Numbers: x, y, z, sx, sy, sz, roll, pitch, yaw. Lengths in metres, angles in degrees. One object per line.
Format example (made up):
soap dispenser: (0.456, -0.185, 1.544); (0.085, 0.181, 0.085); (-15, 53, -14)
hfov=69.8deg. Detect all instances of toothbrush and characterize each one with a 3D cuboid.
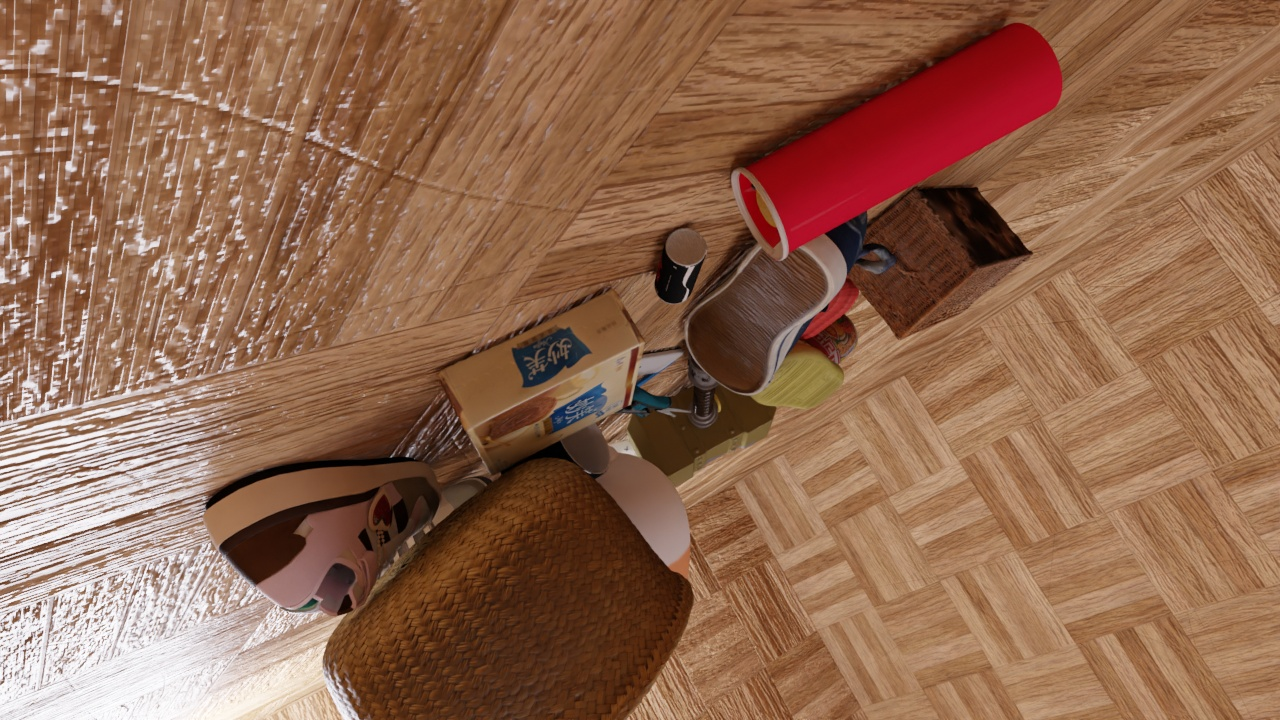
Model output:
toothbrush: (-0.021, 0.046, 1.087); (0.167, 0.014, 0.016); (-36, 166, 25)

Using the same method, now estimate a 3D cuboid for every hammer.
hammer: (0.078, 0.047, 1.144); (0.190, 0.100, 0.325); (-28, 161, -7)

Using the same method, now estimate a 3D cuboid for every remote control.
remote control: (-0.006, 0.006, 0.975); (0.045, 0.008, 0.146); (-37, 165, 31)

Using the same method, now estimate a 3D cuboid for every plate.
plate: (-0.030, 0.146, 1.352); (0.104, 0.026, 0.104); (-10, 158, -4)

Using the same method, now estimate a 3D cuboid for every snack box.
snack box: (-0.080, 0.026, 0.787); (0.153, 0.055, 0.208); (-26, 167, -11)

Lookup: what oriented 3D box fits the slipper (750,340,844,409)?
slipper: (0.182, 0.006, 1.109); (0.092, 0.081, 0.190); (-40, 151, 20)

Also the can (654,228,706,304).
can: (0.030, -0.071, 0.705); (0.031, 0.031, 0.081); (-27, 167, -13)

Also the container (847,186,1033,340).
container: (0.322, -0.113, 0.997); (0.198, 0.113, 0.113); (-17, 157, -50)

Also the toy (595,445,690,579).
toy: (-0.063, 0.247, 1.144); (0.263, 0.281, 0.265); (-12, -174, 15)

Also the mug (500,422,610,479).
mug: (-0.093, 0.101, 1.021); (0.095, 0.085, 0.121); (-35, -165, 25)

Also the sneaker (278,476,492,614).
sneaker: (-0.281, 0.211, 1.022); (0.257, 0.093, 0.160); (-36, 157, 22)

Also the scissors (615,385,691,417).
scissors: (-0.008, 0.047, 1.006); (0.119, 0.019, 0.151); (-8, 159, 7)

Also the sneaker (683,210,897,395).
sneaker: (0.136, -0.062, 0.866); (0.127, 0.121, 0.295); (-48, 175, -28)

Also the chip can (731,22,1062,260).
chip can: (0.175, -0.151, 0.630); (0.220, 0.069, 0.069); (-29, 167, -4)

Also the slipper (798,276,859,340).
slipper: (0.199, -0.063, 1.044); (0.104, 0.059, 0.248); (-39, 166, 37)

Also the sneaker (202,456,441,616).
sneaker: (-0.242, 0.158, 0.803); (0.112, 0.116, 0.293); (-31, 167, 6)

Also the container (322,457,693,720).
container: (-0.120, 0.230, 0.818); (0.307, 0.196, 0.307); (-38, -176, 3)

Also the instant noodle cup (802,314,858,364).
instant noodle cup: (0.233, -0.017, 1.239); (0.112, 0.100, 0.101); (-32, 170, -27)
